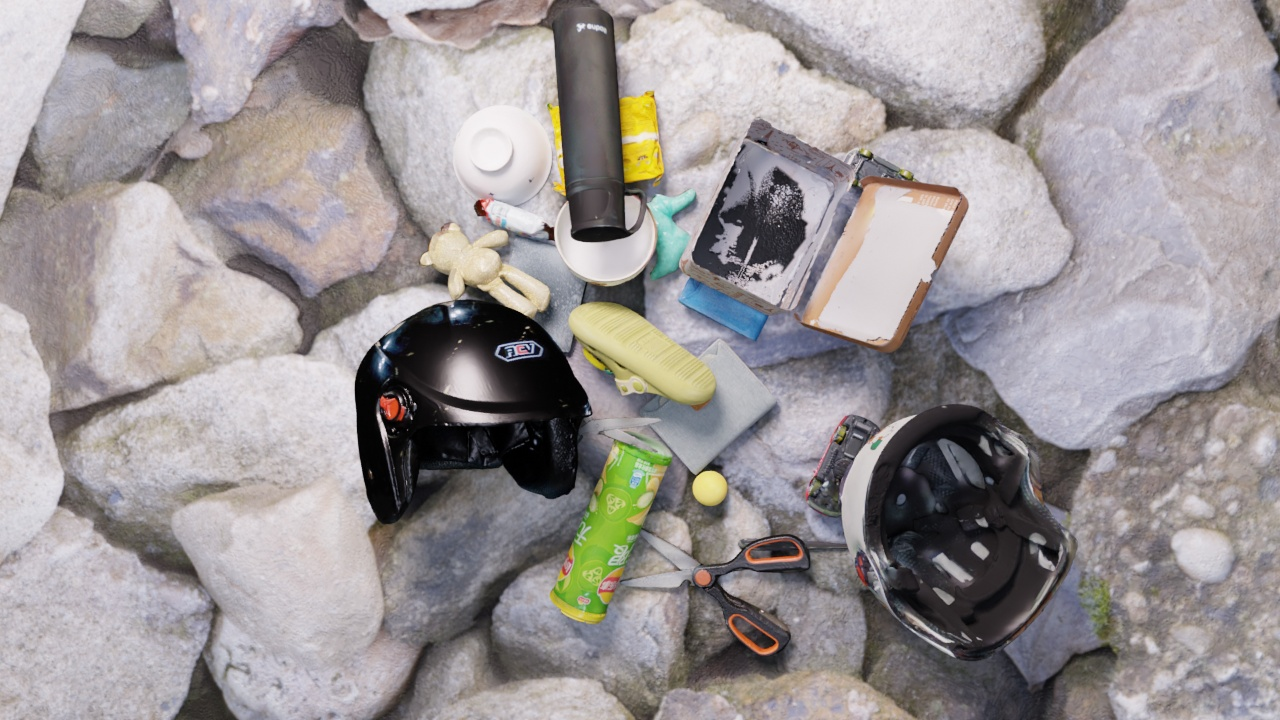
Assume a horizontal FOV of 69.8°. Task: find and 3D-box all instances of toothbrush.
[{"bbox_3d":[0.205,0.219,1.078,0.181,0.018,0.016,1,102,6],"label":"toothbrush"}]

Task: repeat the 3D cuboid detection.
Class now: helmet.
[{"bbox_3d":[-0.181,0.045,0.975,0.276,0.233,0.230,-28,73,45],"label":"helmet"},{"bbox_3d":[0.315,0.174,0.989,0.229,0.157,0.274,-41,101,-14],"label":"helmet"}]

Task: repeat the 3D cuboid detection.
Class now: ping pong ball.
[{"bbox_3d":[0.081,0.149,1.068,0.040,0.040,0.040,0,94,4],"label":"ping pong ball"}]

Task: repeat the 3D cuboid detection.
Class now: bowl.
[{"bbox_3d":[-0.038,-0.133,1.033,0.113,0.062,0.113,0,76,-1],"label":"bowl"},{"bbox_3d":[-0.164,-0.237,1.046,0.118,0.064,0.118,0,94,3],"label":"bowl"}]

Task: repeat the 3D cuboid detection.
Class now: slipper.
[{"bbox_3d":[-0.006,0.006,1.032,0.190,0.091,0.082,33,118,19],"label":"slipper"}]

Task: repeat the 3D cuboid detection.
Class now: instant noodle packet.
[{"bbox_3d":[-0.041,-0.246,1.047,0.128,0.044,0.110,-7,87,1],"label":"instant noodle packet"}]

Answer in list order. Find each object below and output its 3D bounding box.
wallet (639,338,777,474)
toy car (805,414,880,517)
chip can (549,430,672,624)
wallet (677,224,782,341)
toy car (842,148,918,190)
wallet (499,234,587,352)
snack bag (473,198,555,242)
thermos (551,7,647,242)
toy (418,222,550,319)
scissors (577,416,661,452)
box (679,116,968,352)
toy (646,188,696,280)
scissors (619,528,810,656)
[{"bbox_3d":[0.077,0.052,1.064,0.130,0.037,0.106,-42,91,6],"label":"wallet"},{"bbox_3d":[0.232,0.121,1.053,0.053,0.045,0.120,26,90,3],"label":"toy car"},{"bbox_3d":[-0.034,0.190,1.064,0.072,0.072,0.221,23,95,2],"label":"chip can"},{"bbox_3d":[0.116,-0.103,1.050,0.106,0.040,0.133,28,94,-2],"label":"wallet"},{"bbox_3d":[0.267,-0.204,1.032,0.090,0.035,0.042,29,94,2],"label":"toy car"},{"bbox_3d":[-0.115,-0.077,1.078,0.097,0.019,0.121,15,96,5],"label":"wallet"},{"bbox_3d":[-0.142,-0.161,1.057,0.105,0.045,0.026,20,72,8],"label":"snack bag"},{"bbox_3d":[-0.044,-0.251,0.995,0.089,0.069,0.242,-1,81,-30],"label":"thermos"},{"bbox_3d":[-0.176,-0.098,1.052,0.157,0.066,0.105,32,70,9],"label":"toy"},{"bbox_3d":[-0.054,0.077,1.048,0.166,0.014,0.163,-49,66,26],"label":"scissors"},{"bbox_3d":[0.185,-0.128,0.969,0.273,0.130,0.179,25,86,22],"label":"box"},{"bbox_3d":[0.033,-0.152,1.056,0.096,0.030,0.092,-32,94,3],"label":"toy"},{"bbox_3d":[0.098,0.256,1.085,0.225,0.021,0.221,-37,90,11],"label":"scissors"}]
